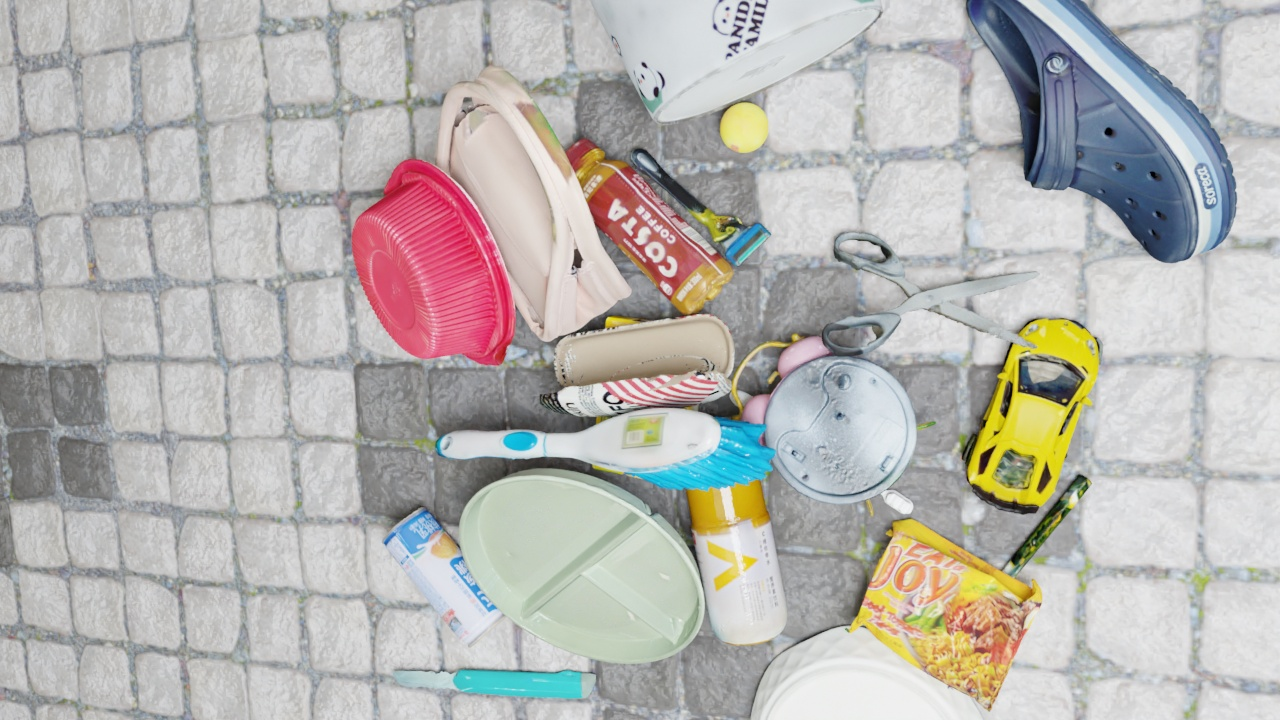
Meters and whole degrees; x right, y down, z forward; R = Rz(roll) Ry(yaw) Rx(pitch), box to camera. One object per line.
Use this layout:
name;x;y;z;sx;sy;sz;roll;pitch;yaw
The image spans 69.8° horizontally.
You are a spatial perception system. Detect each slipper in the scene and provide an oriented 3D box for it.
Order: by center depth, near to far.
slipper;0.310;-0.169;0.649;0.095;0.105;0.252;-36;82;11

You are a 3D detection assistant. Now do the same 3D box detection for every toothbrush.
toothbrush;0.299;0.167;0.739;0.186;0.017;0.012;-58;43;15
toothbrush;0.151;0.076;0.778;0.180;0.016;0.016;34;96;13

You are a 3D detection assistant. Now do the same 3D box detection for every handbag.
handbag;-0.089;-0.133;0.719;0.093;0.234;0.193;-33;79;-11

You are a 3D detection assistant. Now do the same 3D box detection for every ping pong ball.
ping pong ball;0.086;-0.192;0.757;0.040;0.040;0.040;2;97;18

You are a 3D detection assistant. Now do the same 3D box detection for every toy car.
toy car;0.303;0.041;0.711;0.071;0.041;0.156;20;101;15

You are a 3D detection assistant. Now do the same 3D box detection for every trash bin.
trash bin;0.044;-0.328;0.669;0.230;0.229;0.252;-23;94;19

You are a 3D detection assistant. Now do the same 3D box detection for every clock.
clock;0.146;0.046;0.746;0.158;0.059;0.117;35;94;13

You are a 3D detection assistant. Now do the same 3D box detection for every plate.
plate;0.191;0.334;0.780;0.205;0.045;0.205;2;96;19
plate;-0.051;0.182;0.805;0.230;0.027;0.231;11;127;15

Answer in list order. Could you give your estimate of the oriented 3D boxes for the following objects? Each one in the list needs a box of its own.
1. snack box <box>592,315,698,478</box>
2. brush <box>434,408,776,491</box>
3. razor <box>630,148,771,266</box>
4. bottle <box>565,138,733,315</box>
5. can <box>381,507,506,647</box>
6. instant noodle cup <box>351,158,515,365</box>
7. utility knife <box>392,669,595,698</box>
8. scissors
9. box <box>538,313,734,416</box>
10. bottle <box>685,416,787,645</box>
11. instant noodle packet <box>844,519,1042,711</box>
snack box;0.007;0.034;0.814;0.087;0.033;0.140;8;97;17
brush;-0.043;0.073;0.772;0.315;0.109;0.060;-9;67;44
razor;0.044;-0.135;0.788;0.143;0.022;0.042;42;74;14
bottle;0.001;-0.117;0.785;0.175;0.057;0.057;46;107;9
can;-0.188;0.210;0.888;0.053;0.053;0.134;-44;82;18
instant noodle cup;-0.189;-0.072;0.795;0.194;0.065;0.194;32;138;35
utility knife;-0.147;0.317;0.908;0.222;0.013;0.029;-4;97;17
scissors;0.221;-0.050;0.722;0.181;0.014;0.159;-27;66;-4
box;-0.004;0.003;0.763;0.163;0.076;0.087;-10;68;22
bottle;0.078;0.144;0.783;0.068;0.068;0.189;-10;92;19
instant noodle packet;0.241;0.200;0.737;0.128;0.044;0.111;26;95;29
